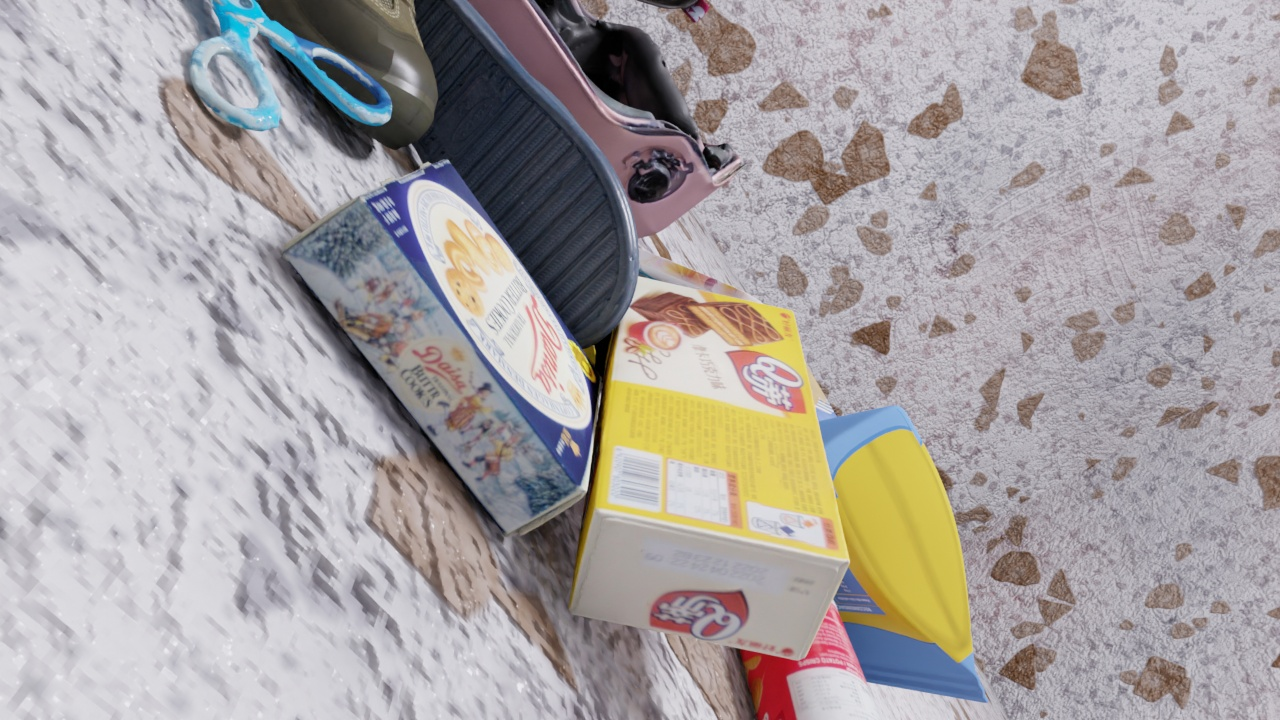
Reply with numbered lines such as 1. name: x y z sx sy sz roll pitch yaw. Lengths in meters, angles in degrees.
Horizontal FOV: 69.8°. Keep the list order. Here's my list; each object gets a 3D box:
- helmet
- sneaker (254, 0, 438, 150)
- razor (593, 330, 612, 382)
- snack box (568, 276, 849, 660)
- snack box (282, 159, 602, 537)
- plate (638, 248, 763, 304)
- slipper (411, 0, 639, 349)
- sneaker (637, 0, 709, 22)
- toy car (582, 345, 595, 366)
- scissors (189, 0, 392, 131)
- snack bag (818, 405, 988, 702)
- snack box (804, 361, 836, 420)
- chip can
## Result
1. helmet: -0.054 -0.188 0.690 0.230 0.153 0.255 58 19 17
2. sneaker: -0.134 -0.233 0.494 0.238 0.143 0.101 62 12 18
3. razor: -0.004 0.004 0.661 0.156 0.057 0.060 61 37 -27
4. snack box: 0.033 0.039 0.477 0.110 0.062 0.229 12 30 -4
5. snack box: -0.076 -0.015 0.416 0.145 0.043 0.144 55 11 -14
6. plate: 0.047 -0.077 0.949 0.187 0.016 0.187 24 1 19
7. slipper: -0.073 -0.121 0.552 0.263 0.101 0.082 57 19 19
8. sneaker: -0.043 -0.302 0.598 0.128 0.097 0.262 50 18 21
9. toy car: -0.046 -0.004 0.553 0.049 0.030 0.106 54 13 -23
10. scissors: -0.164 -0.148 0.405 0.114 0.013 0.140 -1 54 -49
11. snack bag: 0.155 0.149 0.676 0.159 0.102 0.205 -24 -89 61
12. snack box: 0.115 0.049 0.882 0.155 0.069 0.202 23 31 -35
13. chip can: 0.100 0.203 0.519 0.073 0.073 0.232 53 12 -25
